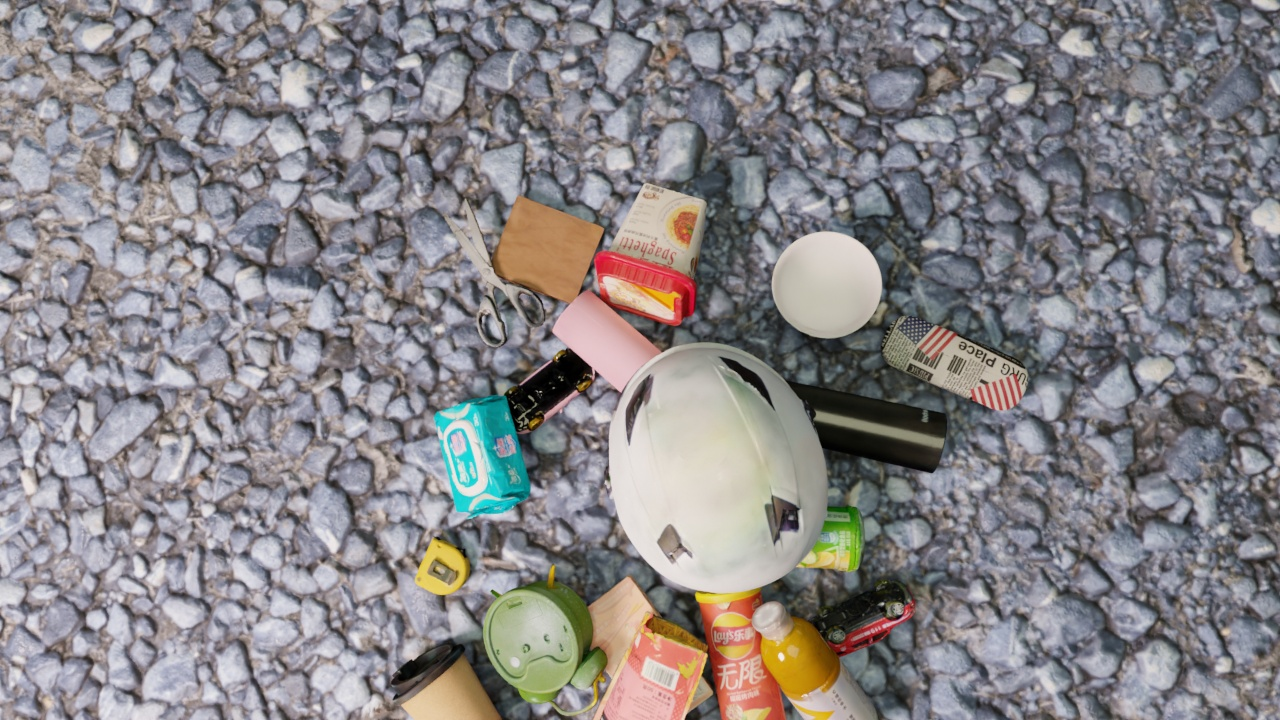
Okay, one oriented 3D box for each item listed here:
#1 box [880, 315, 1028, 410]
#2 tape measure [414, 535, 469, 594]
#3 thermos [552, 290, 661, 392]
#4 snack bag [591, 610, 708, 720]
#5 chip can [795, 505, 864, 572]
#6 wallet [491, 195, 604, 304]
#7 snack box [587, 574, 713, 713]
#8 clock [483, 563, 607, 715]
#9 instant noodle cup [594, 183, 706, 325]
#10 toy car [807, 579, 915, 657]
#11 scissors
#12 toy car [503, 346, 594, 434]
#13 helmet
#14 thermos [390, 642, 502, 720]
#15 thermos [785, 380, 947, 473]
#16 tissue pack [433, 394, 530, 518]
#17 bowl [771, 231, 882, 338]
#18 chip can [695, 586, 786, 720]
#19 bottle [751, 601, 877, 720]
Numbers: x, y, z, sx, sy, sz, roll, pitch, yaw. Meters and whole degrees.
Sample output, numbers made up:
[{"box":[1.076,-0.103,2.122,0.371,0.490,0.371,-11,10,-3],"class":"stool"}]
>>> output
[{"box":[0.348,0.003,1.020,0.164,0.052,0.068,26,76,7],"class":"box"},{"box":[-0.226,0.239,1.050,0.057,0.029,0.060,23,86,7],"class":"tape measure"},{"box":[-0.006,0.006,1.026,0.198,0.087,0.067,42,84,8],"class":"thermos"},{"box":[-0.003,0.378,0.955,0.129,0.073,0.207,18,85,50],"class":"snack bag"},{"box":[0.131,0.189,0.999,0.221,0.072,0.072,2,83,6],"class":"chip can"},{"box":[-0.113,-0.130,1.088,0.115,0.020,0.101,22,86,6],"class":"wallet"},{"box":[0.002,0.327,1.018,0.084,0.026,0.157,-37,81,1],"class":"snack box"},{"box":[-0.100,0.312,1.000,0.116,0.056,0.161,-27,87,25],"class":"clock"},{"box":[0.019,-0.121,1.033,0.116,0.117,0.124,17,74,7],"class":"instant noodle cup"},{"box":[0.239,0.280,0.989,0.120,0.053,0.045,-29,107,8],"class":"toy car"},{"box":[-0.180,-0.096,1.074,0.165,0.014,0.163,23,101,3],"class":"scissors"},{"box":[-0.107,0.036,1.060,0.122,0.037,0.056,-38,79,-12],"class":"toy car"},{"box":[0.071,0.107,0.897,0.229,0.146,0.258,-15,87,5],"class":"helmet"},{"box":[-0.203,0.383,1.005,0.093,0.093,0.143,-36,90,0],"class":"thermos"},{"box":[0.203,0.072,1.001,0.242,0.089,0.069,11,126,7],"class":"thermos"},{"box":[-0.179,0.109,1.031,0.093,0.050,0.133,-24,80,42],"class":"tissue pack"},{"box":[0.206,-0.079,1.027,0.118,0.065,0.118,-1,84,6],"class":"bowl"},{"box":[0.114,0.346,0.977,0.073,0.073,0.216,-12,87,4],"class":"chip can"},{"box":[0.177,0.325,0.946,0.068,0.068,0.189,-35,110,0],"class":"bottle"}]
